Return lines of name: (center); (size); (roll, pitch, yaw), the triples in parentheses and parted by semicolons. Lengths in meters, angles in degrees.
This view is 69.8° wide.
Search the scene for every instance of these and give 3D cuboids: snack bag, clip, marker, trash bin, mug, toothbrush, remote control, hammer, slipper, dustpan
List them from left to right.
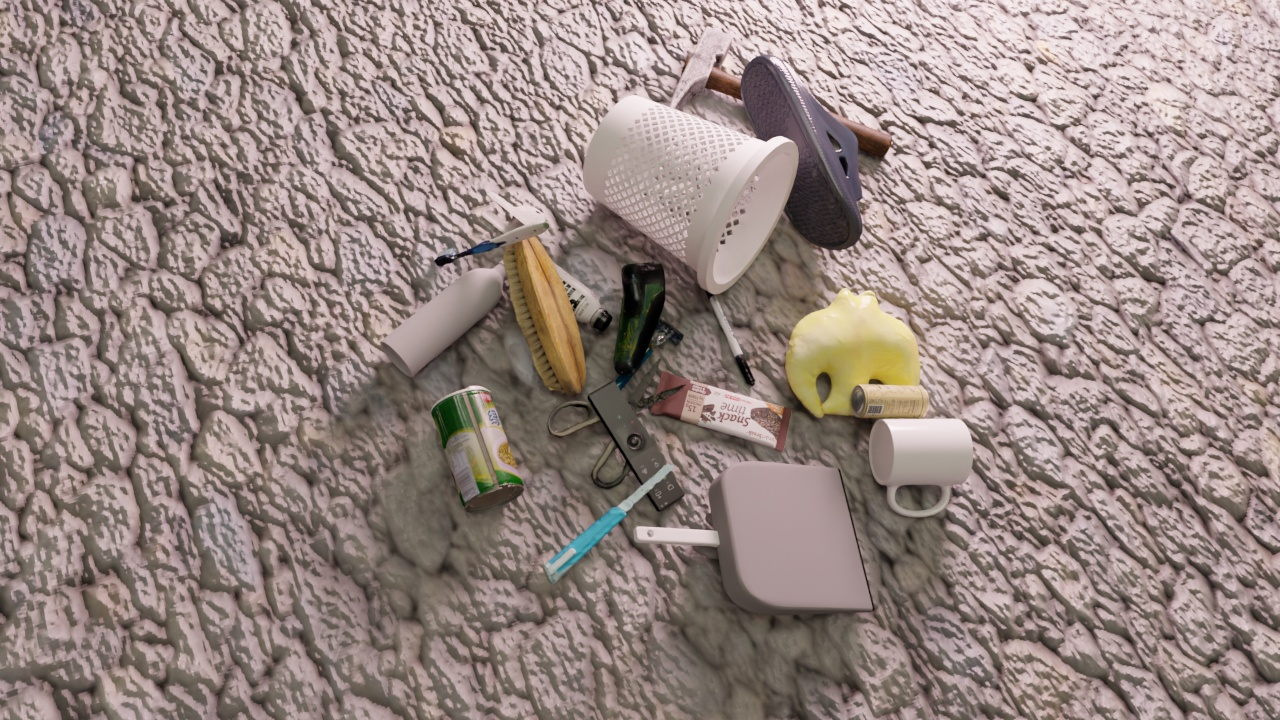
toothbrush: (-0.171, -0.134, 1.043); (0.016, 0.189, 0.017); (43, 51, -37)
clip: (-0.146, -0.168, 1.126); (0.102, 0.052, 0.058); (40, 95, 11)
remote control: (-0.005, 0.094, 1.009); (0.034, 0.013, 0.150); (-30, 84, -19)
trash bin: (0.050, -0.212, 1.094); (0.199, 0.196, 0.195); (32, 65, 18)
snack bag: (0.094, 0.058, 1.056); (0.158, 0.013, 0.056); (17, 65, 1)
marker: (0.105, -0.036, 1.103); (0.011, 0.011, 0.152); (-16, 68, -15)
dustpan: (0.115, 0.183, 0.959); (0.257, 0.033, 0.163); (8, 56, -26)
hammer: (0.184, -0.312, 1.230); (0.300, 0.037, 0.217); (22, 64, 3)
slipper: (0.216, -0.264, 1.159); (0.083, 0.111, 0.268); (-21, 83, -27)
mug: (0.313, 0.121, 1.029); (0.090, 0.074, 0.110); (0, 91, -7)

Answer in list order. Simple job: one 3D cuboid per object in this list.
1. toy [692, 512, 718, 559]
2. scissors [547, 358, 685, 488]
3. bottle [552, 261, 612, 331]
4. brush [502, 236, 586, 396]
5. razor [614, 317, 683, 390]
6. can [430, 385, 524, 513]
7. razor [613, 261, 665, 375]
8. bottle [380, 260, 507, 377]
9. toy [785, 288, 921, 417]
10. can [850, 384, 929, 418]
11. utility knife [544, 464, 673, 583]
toy: (0.114, 0.206, 0.980); (0.111, 0.030, 0.049); (27, 79, 0)
scissors: (-0.028, 0.066, 1.026); (0.166, 0.013, 0.157); (8, 74, -8)
bottle: (-0.084, -0.076, 1.081); (0.116, 0.041, 0.041); (37, 66, 10)
brush: (-0.108, -0.051, 1.038); (0.059, 0.043, 0.195); (-15, 84, -58)
razor: (-0.006, 0.006, 1.063); (0.042, 0.022, 0.143); (36, 66, 11)
can: (-0.173, 0.094, 0.975); (0.067, 0.067, 0.121); (-18, 69, -15)
razor: (-0.008, -0.053, 1.062); (0.054, 0.067, 0.151); (-4, 53, 25)
bottle: (-0.205, -0.063, 1.052); (0.052, 0.053, 0.194); (41, 67, 12)
toy: (0.253, -0.007, 1.079); (0.170, 0.065, 0.154); (4, 82, -10)
can: (0.283, 0.047, 1.042); (0.079, 0.038, 0.038); (2, 64, -13)
utility knife: (-0.030, 0.170, 0.975); (0.178, 0.015, 0.022); (-38, 74, -14)
